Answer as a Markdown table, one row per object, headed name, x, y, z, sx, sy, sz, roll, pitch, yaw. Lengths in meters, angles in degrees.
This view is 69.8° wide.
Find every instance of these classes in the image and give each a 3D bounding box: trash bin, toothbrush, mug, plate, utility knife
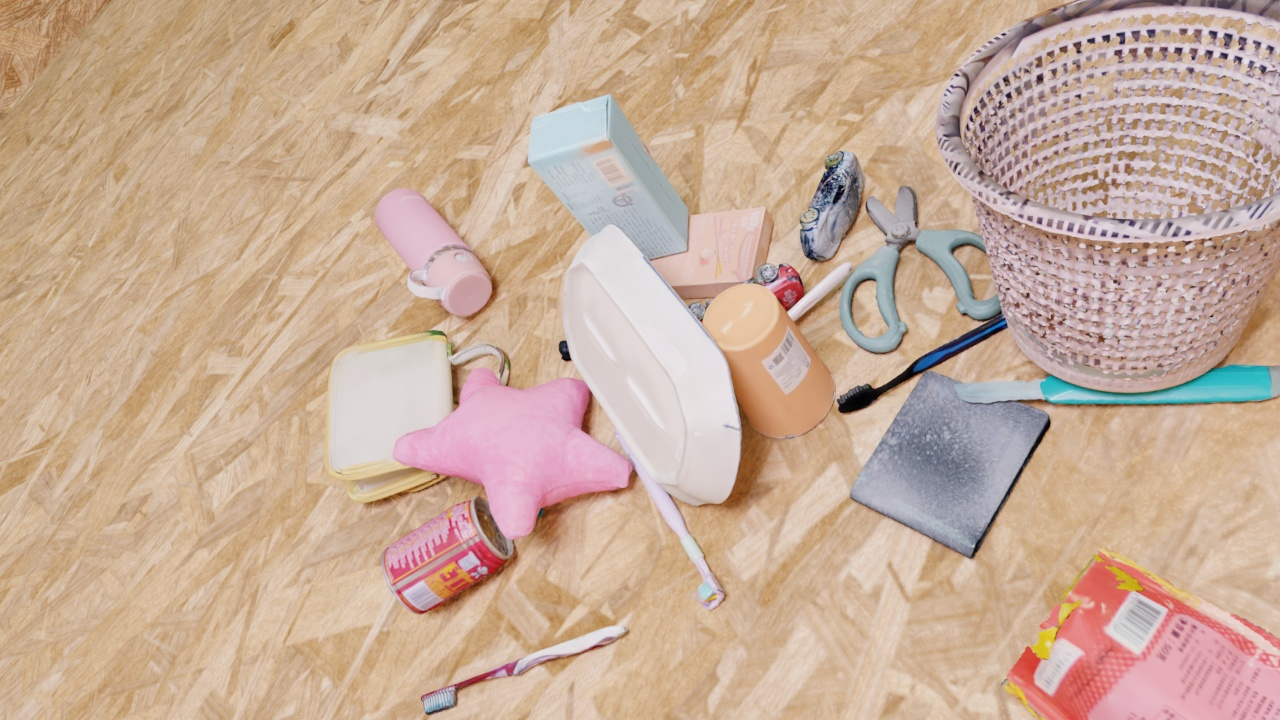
| name | x | y | z | sx | sy | sz | roll | pitch | yaw |
| --- | --- | --- | --- | --- | --- | --- | --- | --- | --- |
| trash bin | 0.312 | -0.092 | 0.586 | 0.228 | 0.192 | 0.227 | -11 | 48 | 13 |
| toothbrush | 0.018 | 0.118 | 0.741 | 0.021 | 0.029 | 0.189 | -6 | 42 | -25 |
| toothbrush | -0.094 | 0.243 | 0.721 | 0.188 | 0.016 | 0.017 | -24 | 59 | 14 |
| mug | 0.097 | -0.001 | 0.706 | 0.078 | 0.123 | 0.078 | -14 | 54 | 20 |
| plate | -0.004 | 0.004 | 0.740 | 0.034 | 0.162 | 0.265 | -14 | 46 | -25 |
| toothbrush | 0.236 | -0.009 | 0.707 | 0.190 | 0.014 | 0.016 | -30 | 24 | 8 |
| utility knife | 0.326 | 0.018 | 0.632 | 0.209 | 0.013 | 0.029 | -2 | 56 | 23 |
| toothbrush | 0.111 | -0.019 | 0.773 | 0.180 | 0.016 | 0.016 | -43 | 58 | 4 |

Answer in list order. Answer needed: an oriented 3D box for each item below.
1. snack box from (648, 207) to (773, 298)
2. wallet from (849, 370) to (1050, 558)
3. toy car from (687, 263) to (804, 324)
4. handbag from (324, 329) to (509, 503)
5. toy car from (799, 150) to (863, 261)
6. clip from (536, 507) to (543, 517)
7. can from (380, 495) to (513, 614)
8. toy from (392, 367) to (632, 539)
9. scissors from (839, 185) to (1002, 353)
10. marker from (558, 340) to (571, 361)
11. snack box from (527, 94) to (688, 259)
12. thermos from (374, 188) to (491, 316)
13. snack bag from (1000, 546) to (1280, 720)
| name | x | y | z | sx | sy | sz | roll | pitch | yaw |
| --- | --- | --- | --- | --- | --- | --- | --- | --- | --- |
| snack box | 0.042 | -0.098 | 0.866 | 0.157 | 0.026 | 0.084 | -1 | 59 | 29 |
| wallet | 0.222 | 0.070 | 0.659 | 0.097 | 0.019 | 0.120 | 25 | 72 | 36 |
| toy car | 0.086 | -0.038 | 0.783 | 0.121 | 0.053 | 0.045 | -31 | 64 | 10 |
| handbag | -0.211 | 0.048 | 0.900 | 0.179 | 0.063 | 0.163 | -14 | 52 | 3 |
| toy car | 0.170 | -0.134 | 0.804 | 0.031 | 0.049 | 0.105 | 11 | 67 | 37 |
| clip | -0.106 | 0.118 | 0.810 | 0.014 | 0.048 | 0.057 | -47 | 45 | -6 |
| can | -0.162 | 0.164 | 0.778 | 0.094 | 0.066 | 0.066 | -32 | 49 | 7 |
| toy | -0.093 | 0.068 | 0.789 | 0.195 | 0.075 | 0.178 | 25 | 48 | 26 |
| scissors | 0.238 | -0.084 | 0.753 | 0.170 | 0.019 | 0.177 | -3 | 57 | 29 |
| marker | -0.019 | -0.012 | 0.849 | 0.131 | 0.018 | 0.022 | -1 | 84 | 29 |
| snack box | -0.023 | -0.152 | 0.805 | 0.074 | 0.175 | 0.051 | -10 | 60 | 23 |
| thermos | -0.235 | -0.118 | 1.000 | 0.198 | 0.087 | 0.067 | 47 | 133 | 42 |
| snack bag | 0.315 | 0.201 | 0.492 | 0.208 | 0.073 | 0.128 | 34 | 84 | 35 |
